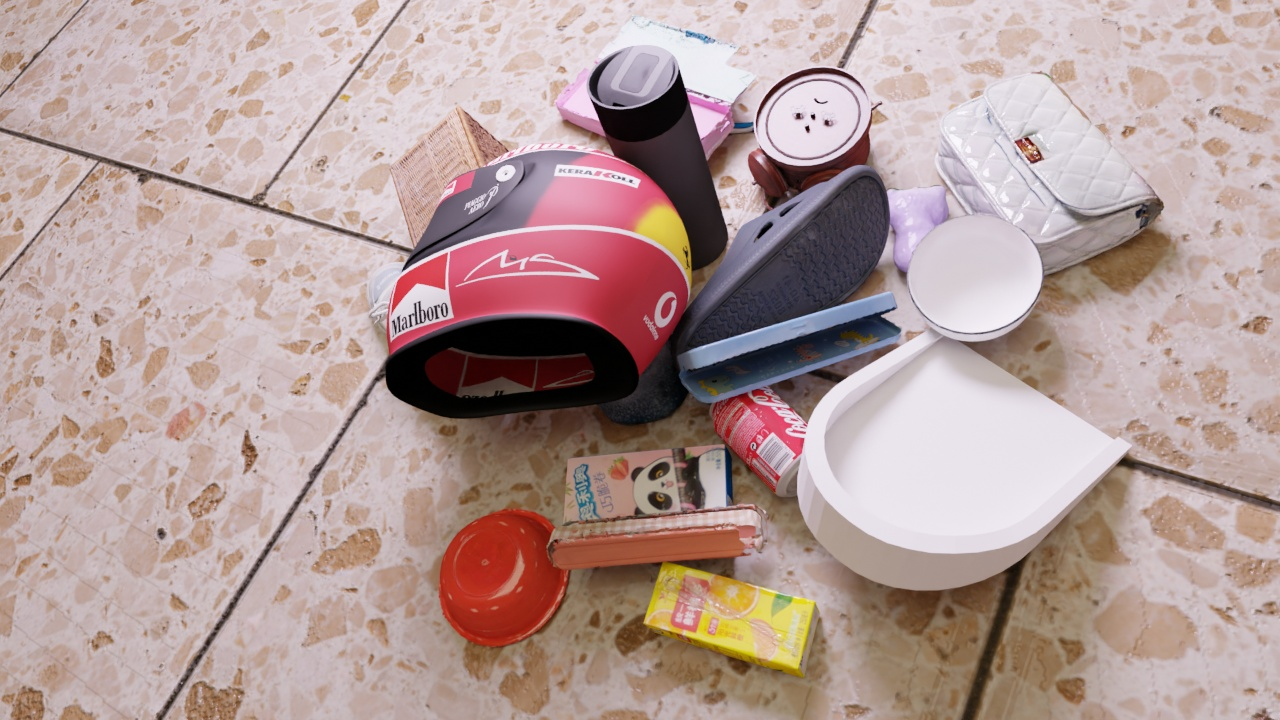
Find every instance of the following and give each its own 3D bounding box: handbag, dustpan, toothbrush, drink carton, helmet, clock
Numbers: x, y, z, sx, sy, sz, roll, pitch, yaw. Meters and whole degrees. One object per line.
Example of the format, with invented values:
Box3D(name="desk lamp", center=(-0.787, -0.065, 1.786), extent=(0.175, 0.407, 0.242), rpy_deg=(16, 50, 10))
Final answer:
Box3D(name="handbag", center=(0.379, -0.183, 0.873), extent=(0.139, 0.072, 0.194), rpy_deg=(-24, 57, 2))
Box3D(name="dustpan", center=(0.244, 0.068, 0.733), extent=(0.257, 0.053, 0.191), rpy_deg=(-33, 55, -26))
Box3D(name="toothbrush", center=(0.130, -0.266, 1.032), extent=(0.189, 0.017, 0.016), rpy_deg=(3, 63, 19))
Box3D(name="drink carton", center=(0.074, 0.213, 0.760), extent=(0.135, 0.043, 0.058), rpy_deg=(10, 66, 23))
Box3D(name="helmet", center=(-0.089, -0.082, 0.827), extent=(0.271, 0.198, 0.224), rpy_deg=(-8, 58, 17))
Box3D(name="clock", center=(0.176, -0.222, 0.951), extent=(0.121, 0.072, 0.157), rpy_deg=(21, 79, 26))

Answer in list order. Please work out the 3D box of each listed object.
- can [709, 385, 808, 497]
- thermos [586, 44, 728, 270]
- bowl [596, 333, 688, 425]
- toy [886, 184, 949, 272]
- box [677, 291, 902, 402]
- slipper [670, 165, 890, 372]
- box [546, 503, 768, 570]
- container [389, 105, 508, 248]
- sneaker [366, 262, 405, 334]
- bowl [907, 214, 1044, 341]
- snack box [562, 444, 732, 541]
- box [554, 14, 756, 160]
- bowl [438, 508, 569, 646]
Box3D(name="can", center=(0.114, 0.067, 0.818), extent=(0.064, 0.064, 0.105), rpy_deg=(-39, 57, -7))
Box3D(name="thermos", center=(0.023, -0.188, 0.887), extent=(0.082, 0.240, 0.082), rpy_deg=(-8, 59, 13))
Box3D(name="bowl", center=(-0.005, 0.005, 0.897), extent=(0.110, 0.055, 0.110), rpy_deg=(-8, 60, 13))
Box3D(name="toy", center=(0.280, -0.127, 0.896), extent=(0.080, 0.036, 0.099), rpy_deg=(-2, 65, 5))
Box3D(name="box", center=(0.137, -0.007, 0.834), extent=(0.209, 0.068, 0.059), rpy_deg=(-15, 89, -14))
Box3D(name="slipper", center=(0.129, -0.082, 0.890), extent=(0.268, 0.111, 0.083), rpy_deg=(-42, 32, -4))
Box3D(name="box", center=(0.017, 0.151, 0.784), extent=(0.188, 0.056, 0.063), rpy_deg=(-5, 22, 12))
Box3D(name="container", center=(-0.183, -0.163, 1.006), extent=(0.113, 0.113, 0.198), rpy_deg=(-35, 53, 15))
Box3D(name="sneaker", center=(-0.230, -0.043, 0.974), extent=(0.089, 0.091, 0.242), rpy_deg=(-40, 57, -6))
Box3D(name="bowl", center=(0.301, -0.068, 0.829), extent=(0.113, 0.063, 0.113), rpy_deg=(-6, 72, 18))
Box3D(name="snack box", center=(0.006, 0.127, 0.836), extent=(0.154, 0.033, 0.087), rpy_deg=(-7, 59, 14))
Box3D(name="box", center=(0.024, -0.318, 1.071), extent=(0.230, 0.035, 0.159), rpy_deg=(31, 77, 35))
Box3D(name="bowl", center=(-0.133, 0.190, 0.836), extent=(0.131, 0.045, 0.130), rpy_deg=(-8, 59, 14))
